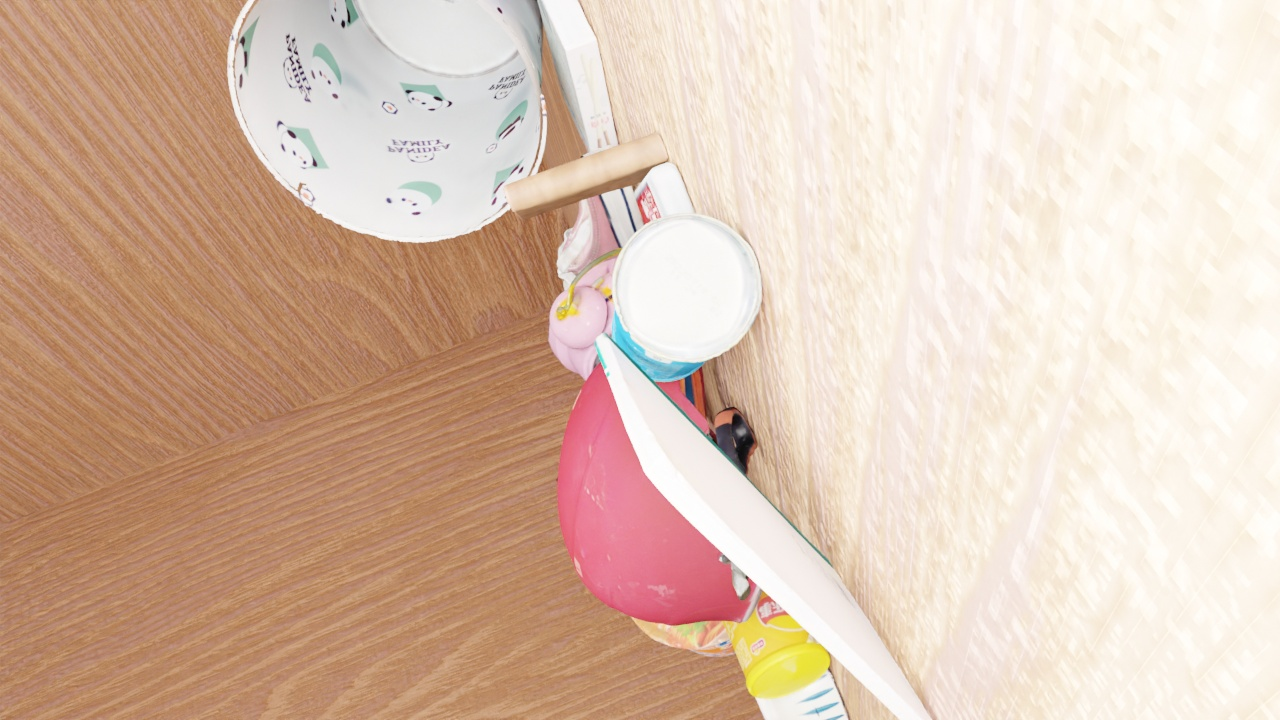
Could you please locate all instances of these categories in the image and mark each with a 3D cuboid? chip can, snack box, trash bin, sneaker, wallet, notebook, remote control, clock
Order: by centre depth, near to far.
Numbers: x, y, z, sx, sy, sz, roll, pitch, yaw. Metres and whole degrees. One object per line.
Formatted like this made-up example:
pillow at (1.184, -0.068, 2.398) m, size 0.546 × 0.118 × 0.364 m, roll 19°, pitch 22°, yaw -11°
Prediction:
notebook at (0.059, 0.081, 0.448) m, size 0.209 × 0.012 × 0.150 m, roll 46°, pitch -173°, yaw -22°
chip can at (0.019, -0.028, 0.522) m, size 0.210 × 0.071 × 0.071 m, roll 112°, pitch 136°, yaw -86°
remote control at (0.016, -0.093, 0.595) m, size 0.136 × 0.020 × 0.056 m, roll -130°, pitch 19°, yaw -83°
wallet at (-0.036, -0.116, 0.602) m, size 0.115 × 0.101 × 0.020 m, roll -129°, pitch 20°, yaw -86°
snack box at (-0.050, -0.233, 0.736) m, size 0.157 × 0.027 × 0.084 m, roll 74°, pitch 173°, yaw -69°
trash bin at (-0.182, -0.263, 0.762) m, size 0.251 × 0.230 × 0.230 m, roll -89°, pitch -16°, yaw -48°
clock at (-0.018, -0.035, 0.765) m, size 0.060 × 0.117 × 0.159 m, roll 50°, pitch 169°, yaw 36°
chip can at (0.089, 0.184, 0.808) m, size 0.072 × 0.072 × 0.213 m, roll 71°, pitch 176°, yaw -47°
sneaker at (-0.034, -0.094, 0.833) m, size 0.241 × 0.088 × 0.118 m, roll 67°, pitch 180°, yaw -60°

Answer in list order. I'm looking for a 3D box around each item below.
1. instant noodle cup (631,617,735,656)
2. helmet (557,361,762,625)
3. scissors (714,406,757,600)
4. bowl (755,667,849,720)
instant noodle cup at (0.068, 0.227, 0.928) m, size 0.151 × 0.151 × 0.111 m, roll 67°, pitch -175°, yaw 34°
helmet at (0.005, 0.091, 0.706) m, size 0.207 × 0.144 × 0.240 m, roll 46°, pitch -151°, yaw -77°
scissors at (0.066, 0.088, 0.566) m, size 0.224 × 0.015 × 0.188 m, roll 50°, pitch -160°, yaw -44°
bowl at (0.136, 0.294, 0.822) m, size 0.116 × 0.066 × 0.116 m, roll 156°, pitch 92°, yaw -88°
